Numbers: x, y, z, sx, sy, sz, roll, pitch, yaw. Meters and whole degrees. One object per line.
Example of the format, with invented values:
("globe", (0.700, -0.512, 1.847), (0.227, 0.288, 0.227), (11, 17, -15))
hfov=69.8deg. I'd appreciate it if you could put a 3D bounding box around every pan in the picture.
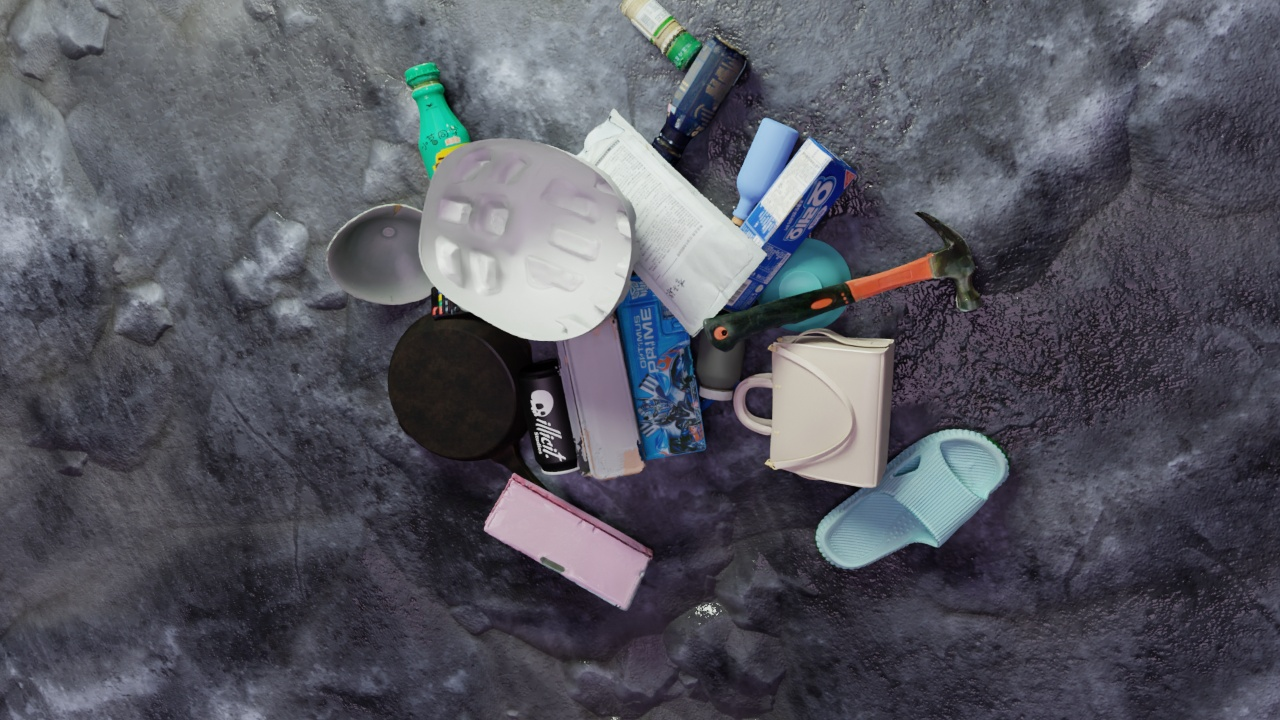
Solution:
("pan", (-0.224, 0.094, 1.309), (0.249, 0.043, 0.356), (-33, 95, 20))

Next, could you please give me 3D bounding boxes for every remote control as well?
("remote control", (-0.222, -0.087, 1.266), (0.140, 0.021, 0.045), (-6, 77, 12))

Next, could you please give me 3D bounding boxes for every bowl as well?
("bowl", (0.202, -0.090, 1.152), (0.121, 0.046, 0.121), (4, 106, 13))
("bowl", (-0.339, -0.159, 1.251), (0.174, 0.067, 0.174), (-10, 140, -9))

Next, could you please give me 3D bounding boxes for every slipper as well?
("slipper", (0.343, 0.188, 1.183), (0.277, 0.069, 0.116), (-40, 90, 21))

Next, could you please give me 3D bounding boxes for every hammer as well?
("hammer", (0.238, -0.078, 1.109), (0.333, 0.033, 0.133), (-18, 100, 1))

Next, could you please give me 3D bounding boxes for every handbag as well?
("handbag", (0.214, 0.056, 1.172), (0.198, 0.101, 0.195), (6, 106, 24))

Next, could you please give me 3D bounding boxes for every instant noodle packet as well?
("instant noodle packet", (0.022, -0.173, 1.139), (0.269, 0.057, 0.147), (47, 124, 12))

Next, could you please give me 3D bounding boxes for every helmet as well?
("helmet", (-0.118, -0.145, 1.097), (0.283, 0.183, 0.224), (20, 109, 39))

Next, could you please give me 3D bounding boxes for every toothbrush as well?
("toothbrush", (0.083, 0.062, 1.240), (0.133, 0.016, 0.021), (-37, 93, 22))

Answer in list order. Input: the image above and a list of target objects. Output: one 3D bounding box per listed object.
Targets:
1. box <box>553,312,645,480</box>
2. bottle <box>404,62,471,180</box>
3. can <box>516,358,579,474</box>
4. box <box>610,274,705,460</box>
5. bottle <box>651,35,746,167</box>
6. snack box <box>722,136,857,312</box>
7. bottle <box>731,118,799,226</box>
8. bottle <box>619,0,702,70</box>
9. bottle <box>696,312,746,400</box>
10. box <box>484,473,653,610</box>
("box", (-0.050, 0.043, 1.193), (0.108, 0.094, 0.216), (-6, 101, 28))
("bottle", (-0.255, -0.279, 1.203), (0.068, 0.068, 0.210), (-14, 101, 17))
("can", (-0.117, 0.076, 1.258), (0.080, 0.080, 0.146), (-8, 103, 16))
("box", (-0.012, 0.010, 1.217), (0.174, 0.063, 0.243), (-6, 100, 19))
("bottle", (0.067, -0.313, 1.119), (0.056, 0.056, 0.161), (35, 110, 3))
("snack box", (0.164, -0.160, 1.122), (0.227, 0.059, 0.059), (-53, 45, 23))
("bottle", (0.146, -0.227, 1.128), (0.048, 0.048, 0.131), (25, 109, 6))
("bottle", (0.024, -0.403, 1.114), (0.110, 0.042, 0.043), (44, 110, 1))
("bottle", (0.104, -0.006, 1.187), (0.060, 0.060, 0.108), (9, 100, 11))
("box", (-0.105, 0.262, 1.279), (0.232, 0.098, 0.100), (31, 112, -5))
